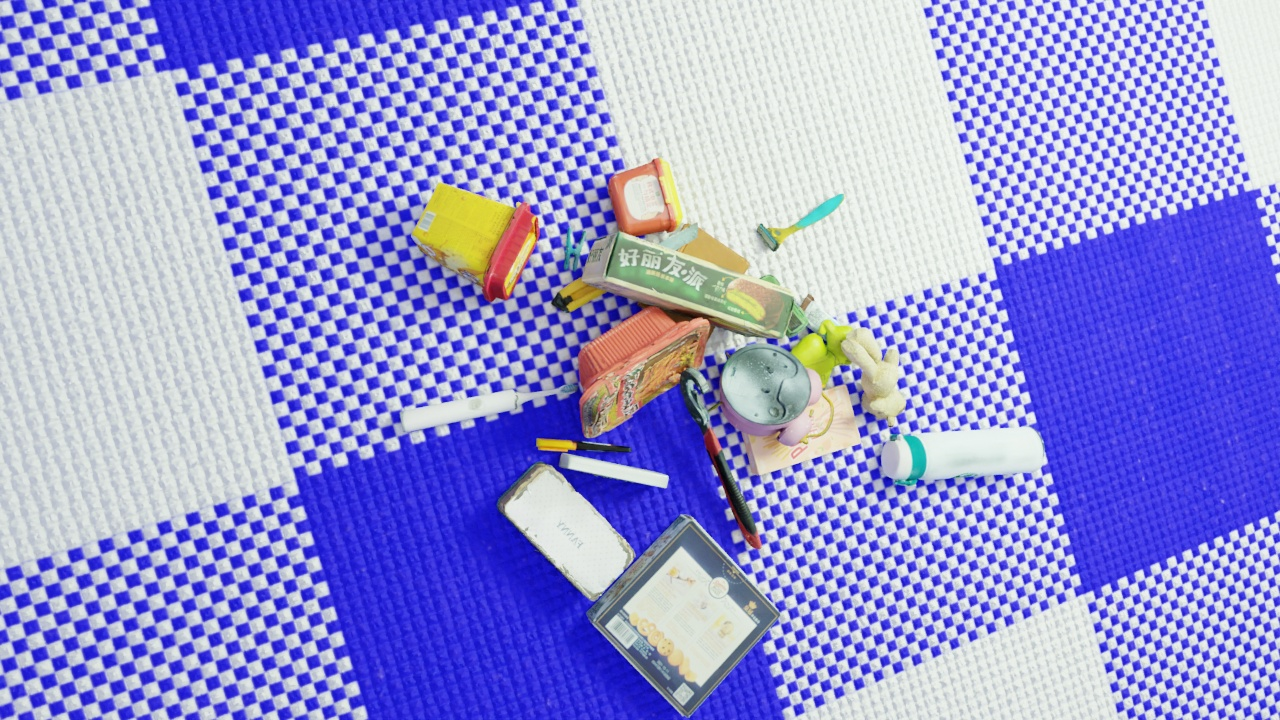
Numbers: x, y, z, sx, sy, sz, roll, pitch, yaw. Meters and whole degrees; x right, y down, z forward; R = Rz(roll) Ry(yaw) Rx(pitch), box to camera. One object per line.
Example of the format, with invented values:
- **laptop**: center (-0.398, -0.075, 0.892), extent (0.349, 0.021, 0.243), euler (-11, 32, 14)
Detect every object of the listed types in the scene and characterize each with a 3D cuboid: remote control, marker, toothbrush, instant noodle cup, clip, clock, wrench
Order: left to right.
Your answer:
- **instant noodle cup**: center (-0.198, -0.146, 1.101), extent (0.123, 0.116, 0.116), euler (24, 81, -1)
- **toothbrush**: center (-0.184, 0.054, 1.133), extent (0.220, 0.026, 0.026), euler (-11, 84, -15)
- **clip**: center (-0.086, -0.142, 1.174), extent (0.041, 0.014, 0.056), euler (12, 83, -13)
- **marker**: center (-0.071, 0.110, 1.165), extent (0.123, 0.018, 0.015), euler (5, 86, -15)
- **remote control**: center (-0.035, 0.139, 1.154), extent (0.135, 0.056, 0.019), euler (13, 85, -15)
- **instant noodle cup**: center (-0.007, 0.007, 1.126), extent (0.188, 0.165, 0.079), euler (-31, 72, -14)
- **wrench**: center (0.104, 0.129, 1.171), extent (0.016, 0.056, 0.273), euler (-31, 112, -23)
- **clock**: center (0.175, 0.048, 1.188), extent (0.158, 0.060, 0.117), euler (19, 62, 4)

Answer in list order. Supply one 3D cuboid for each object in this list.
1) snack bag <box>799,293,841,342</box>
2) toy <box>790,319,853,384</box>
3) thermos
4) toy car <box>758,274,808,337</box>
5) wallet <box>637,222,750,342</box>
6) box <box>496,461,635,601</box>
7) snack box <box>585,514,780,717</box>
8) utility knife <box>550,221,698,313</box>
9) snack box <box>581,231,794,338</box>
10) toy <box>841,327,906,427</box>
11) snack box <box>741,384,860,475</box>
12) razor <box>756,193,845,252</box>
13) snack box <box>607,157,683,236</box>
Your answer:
- **snack bag**: center (0.255, -0.044, 1.252), extent (0.104, 0.026, 0.048), euler (33, 96, -10)
- **toy**: center (0.242, -0.007, 1.236), extent (0.100, 0.031, 0.097), euler (-13, 108, 1)
- **thermos**: center (0.445, 0.133, 1.275), extent (0.224, 0.073, 0.073), euler (-2, 88, -14)
- **toy car**: center (0.185, -0.073, 1.222), extent (0.043, 0.036, 0.091), euler (-41, 85, 6)
- **wallet**: center (0.071, -0.100, 1.205), extent (0.108, 0.031, 0.131), euler (32, 79, -13)
- **box**: center (-0.097, 0.206, 1.135), extent (0.089, 0.060, 0.184), euler (-43, 96, -13)
- **snack box**: center (0.057, 0.326, 1.176), extent (0.182, 0.046, 0.178), euler (-44, 99, -12)
- **utility knife**: center (-0.017, -0.120, 1.172), extent (0.216, 0.015, 0.033), euler (-29, 90, -4)
- **snack box**: center (0.057, -0.088, 1.123), extent (0.240, 0.114, 0.063), euler (17, 88, -16)
- **toy**: center (0.310, 0.022, 1.224), extent (0.157, 0.066, 0.104), euler (54, 41, -36)
- **snack box**: center (0.215, 0.093, 1.237), extent (0.157, 0.026, 0.084), euler (-16, 91, -15)
- **razor**: center (0.223, -0.192, 1.249), extent (0.132, 0.028, 0.043), euler (-30, 64, -11)
- **snack box**: center (0.005, -0.203, 1.168), extent (0.080, 0.082, 0.091), euler (-15, 90, -5)
